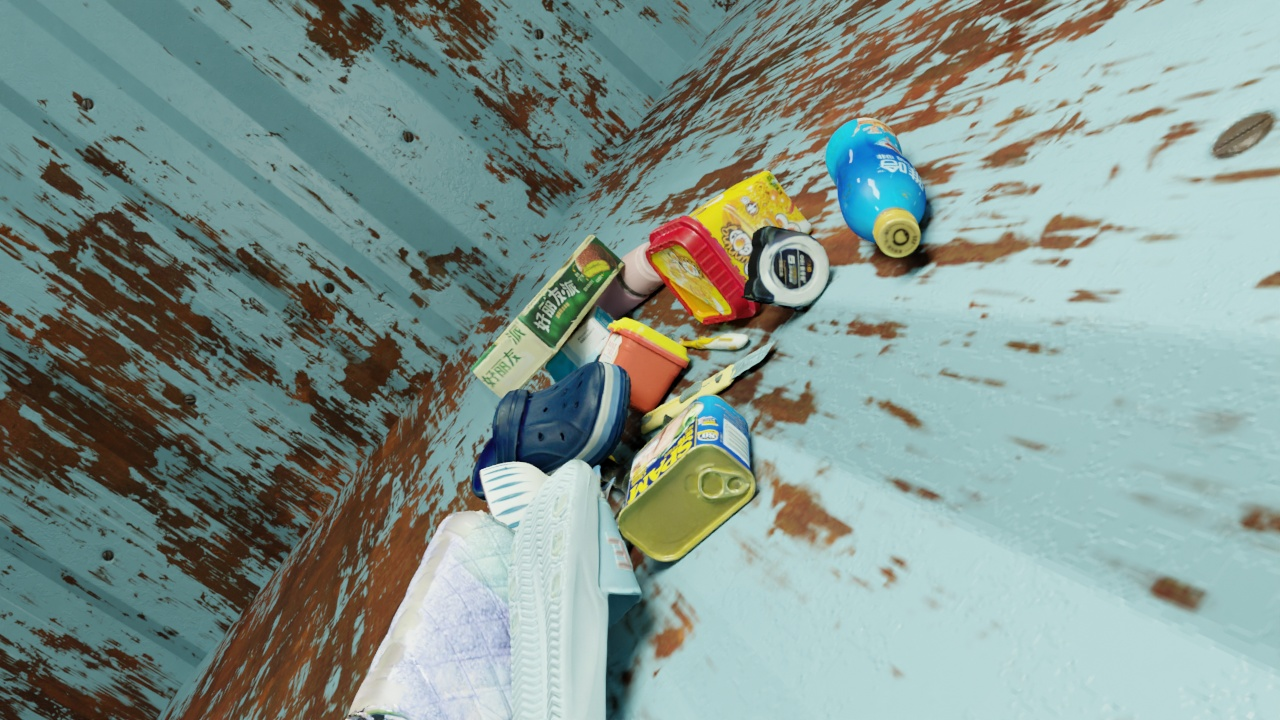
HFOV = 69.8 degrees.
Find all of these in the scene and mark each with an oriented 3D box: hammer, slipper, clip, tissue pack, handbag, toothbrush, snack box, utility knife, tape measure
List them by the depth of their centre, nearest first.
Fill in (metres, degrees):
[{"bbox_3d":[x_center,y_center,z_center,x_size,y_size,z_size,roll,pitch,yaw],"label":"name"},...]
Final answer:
[{"bbox_3d":[-0.039,0.172,0.614,0.104,0.074,0.244,-54,30,39],"label":"slipper"},{"bbox_3d":[-0.116,0.211,0.652,0.076,0.134,0.193,-42,16,27],"label":"handbag"},{"bbox_3d":[-0.036,0.113,0.754,0.026,0.041,0.058,-43,18,24],"label":"clip"},{"bbox_3d":[0.123,-0.076,0.772,0.033,0.066,0.066,-163,85,-77],"label":"tape measure"},{"bbox_3d":[0.055,0.029,0.830,0.199,0.021,0.030,-29,32,44],"label":"utility knife"},{"bbox_3d":[-0.102,0.065,0.880,0.254,0.095,0.105,-36,40,45],"label":"slipper"},{"bbox_3d":[-0.036,0.100,0.882,0.126,0.032,0.324,-53,15,-9],"label":"hammer"},{"bbox_3d":[0.061,-0.020,0.909,0.016,0.018,0.191,-55,16,-11],"label":"toothbrush"},{"bbox_3d":[-0.006,0.005,0.931,0.080,0.082,0.091,-61,16,0],"label":"snack box"},{"bbox_3d":[-0.109,-0.057,1.138,0.115,0.063,0.239,-43,10,36],"label":"snack box"},{"bbox_3d":[-0.067,-0.011,1.160,0.090,0.063,0.140,-46,8,10],"label":"tissue pack"}]

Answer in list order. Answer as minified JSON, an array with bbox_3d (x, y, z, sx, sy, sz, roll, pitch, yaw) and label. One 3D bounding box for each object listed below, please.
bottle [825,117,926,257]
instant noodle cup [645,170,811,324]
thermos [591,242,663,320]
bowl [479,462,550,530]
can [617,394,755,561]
[{"bbox_3d":[0.187,-0.136,0.728,0.065,0.065,0.218,-44,16,25],"label":"bottle"},{"bbox_3d":[0.089,-0.113,0.894,0.123,0.116,0.116,-43,12,-17],"label":"instant noodle cup"},{"bbox_3d":[-0.026,-0.099,1.279,0.087,0.067,0.199,-24,-7,-42],"label":"thermos"},{"bbox_3d":[-0.092,0.141,0.808,0.066,0.116,0.116,-19,12,-8],"label":"bowl"},{"bbox_3d":[0.034,0.083,0.670,0.102,0.057,0.083,-45,14,22],"label":"can"}]
